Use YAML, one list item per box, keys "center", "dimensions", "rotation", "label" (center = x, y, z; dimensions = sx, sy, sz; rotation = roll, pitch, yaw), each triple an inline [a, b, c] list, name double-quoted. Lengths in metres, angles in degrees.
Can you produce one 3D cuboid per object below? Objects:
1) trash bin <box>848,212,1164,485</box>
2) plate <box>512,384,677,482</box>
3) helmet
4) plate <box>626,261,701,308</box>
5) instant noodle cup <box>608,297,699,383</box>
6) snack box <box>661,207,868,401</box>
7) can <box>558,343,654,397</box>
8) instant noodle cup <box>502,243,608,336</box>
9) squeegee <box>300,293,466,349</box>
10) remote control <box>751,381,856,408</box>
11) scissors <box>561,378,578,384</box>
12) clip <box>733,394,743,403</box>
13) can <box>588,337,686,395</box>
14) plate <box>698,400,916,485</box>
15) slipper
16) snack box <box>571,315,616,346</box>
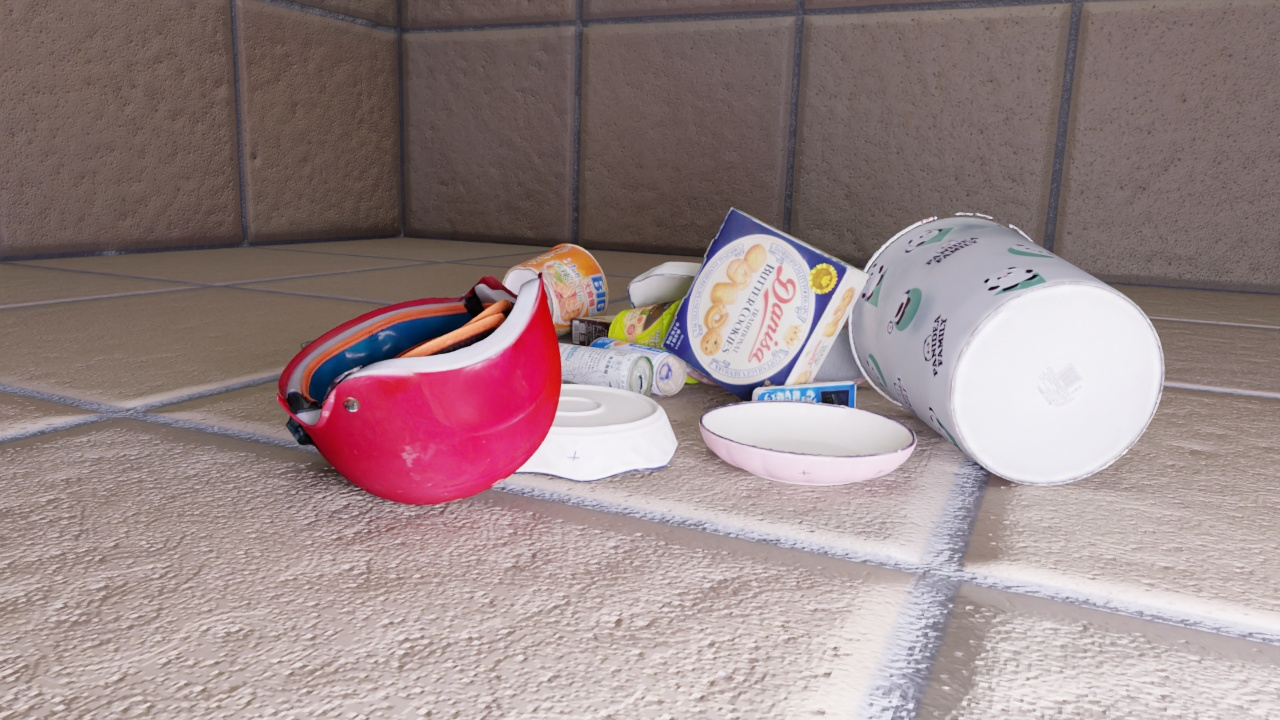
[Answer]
- center: [0.345, -0.012, 0.888]
  dimensions: [0.229, 0.230, 0.251]
  rotation: [1, 17, -2]
  label: "trash bin"
- center: [-0.067, 0.061, 0.861]
  dimensions: [0.205, 0.045, 0.204]
  rotation: [1, 11, 0]
  label: "plate"
- center: [-0.167, 0.032, 0.731]
  dimensions: [0.241, 0.144, 0.206]
  rotation: [1, 29, 47]
  label: "helmet"
- center: [0.072, -0.072, 1.256]
  dimensions: [0.162, 0.034, 0.266]
  rotation: [6, -19, 11]
  label: "plate"
- center: [0.025, -0.027, 1.201]
  dimensions: [0.124, 0.112, 0.111]
  rotation: [1, 8, 45]
  label: "instant noodle cup"
- center: [0.132, -0.054, 1.019]
  dimensions: [0.182, 0.178, 0.045]
  rotation: [35, 13, 39]
  label: "snack box"
- center: [-0.060, 0.013, 1.073]
  dimensions: [0.147, 0.058, 0.058]
  rotation: [8, 13, 27]
  label: "can"
- center: [-0.143, -0.103, 1.459]
  dimensions: [0.152, 0.151, 0.111]
  rotation: [10, 21, 36]
  label: "instant noodle cup"
- center: [-0.314, -0.011, 1.210]
  dimensions: [0.247, 0.040, 0.249]
  rotation: [-18, 22, -16]
  label: "squeegee"
- center: [0.171, 0.048, 0.954]
  dimensions: [0.124, 0.049, 0.024]
  rotation: [-3, 9, -23]
  label: "remote control"
- center: [-0.121, 0.012, 1.014]
  dimensions: [0.159, 0.014, 0.178]
  rotation: [17, 38, 0]
  label: "scissors"
- center: [0.160, 0.034, 1.071]
  dimensions: [0.099, 0.035, 0.070]
  rotation: [-13, 19, -39]
  label: "clip"
- center: [-0.007, 0.007, 1.127]
  dimensions: [0.053, 0.053, 0.135]
  rotation: [-8, 15, -41]
  label: "can"
- center: [0.149, 0.076, 0.831]
  dimensions: [0.192, 0.039, 0.192]
  rotation: [2, 11, -1]
  label: "plate"
- center: [0.170, -0.014, 1.130]
  dimensions: [0.274, 0.114, 0.054]
  rotation: [6, 6, -12]
  label: "slipper"
- center: [-0.025, -0.047, 1.390]
  dimensions: [0.113, 0.053, 0.126]
  rotation: [-6, 11, -36]
  label: "snack box"
